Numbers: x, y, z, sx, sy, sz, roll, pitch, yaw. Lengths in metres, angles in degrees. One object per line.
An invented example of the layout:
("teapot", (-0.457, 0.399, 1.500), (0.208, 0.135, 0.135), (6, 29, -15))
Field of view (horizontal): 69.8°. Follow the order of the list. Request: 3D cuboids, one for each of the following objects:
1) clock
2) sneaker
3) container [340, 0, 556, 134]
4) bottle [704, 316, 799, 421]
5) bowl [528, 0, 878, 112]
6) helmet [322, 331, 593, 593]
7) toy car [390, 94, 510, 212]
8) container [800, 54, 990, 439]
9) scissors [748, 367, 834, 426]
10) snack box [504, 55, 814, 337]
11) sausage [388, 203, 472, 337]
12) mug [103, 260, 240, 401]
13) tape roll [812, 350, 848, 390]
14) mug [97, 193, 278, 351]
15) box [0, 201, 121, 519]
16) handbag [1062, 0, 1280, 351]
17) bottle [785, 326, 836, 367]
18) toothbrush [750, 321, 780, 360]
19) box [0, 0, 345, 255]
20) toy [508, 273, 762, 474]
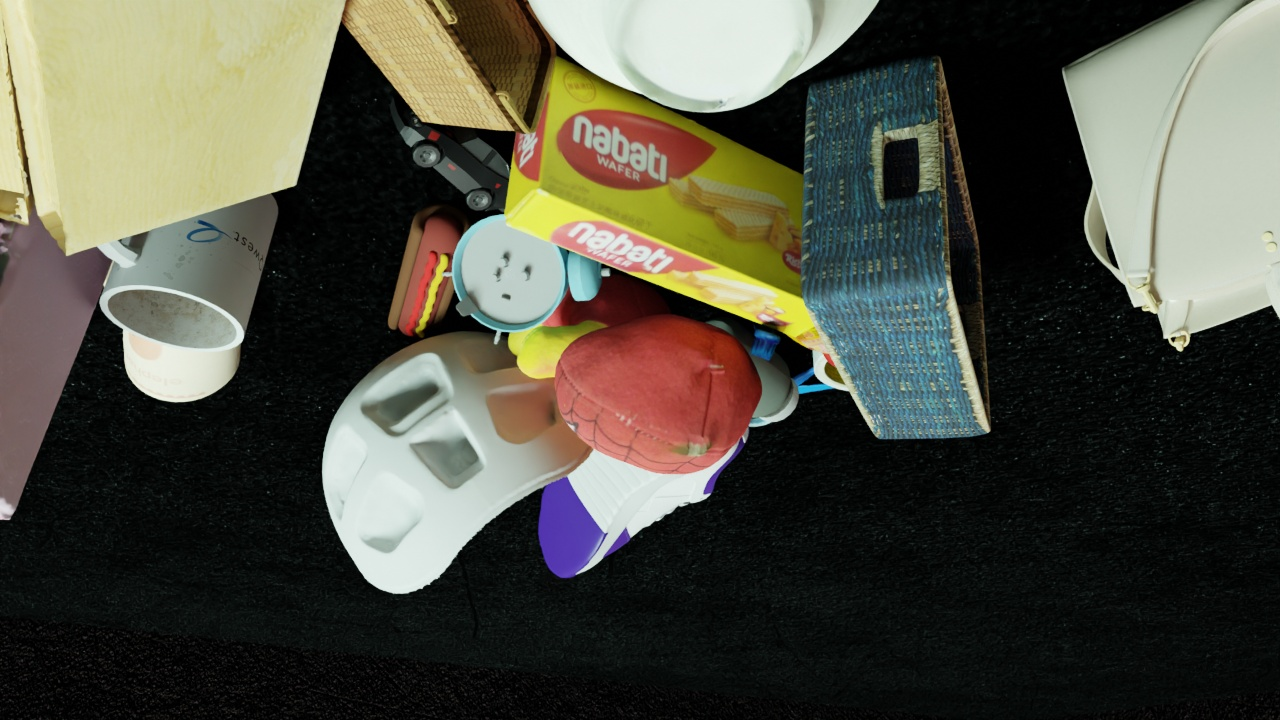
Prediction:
("clock", (-0.066, -0.068, 0.582), (0.123, 0.087, 0.042), (-36, -176, 16))
("sneaker", (0.004, 0.108, 0.826), (0.111, 0.091, 0.245), (3, 141, -44))
("container", (-0.093, -0.162, 0.433), (0.061, 0.063, 0.114), (0, 154, 22))
("bottle", (0.084, 0.011, 0.745), (0.060, 0.060, 0.108), (-16, 147, 33))
("bowl", (0.031, -0.162, 0.407), (0.176, 0.057, 0.177), (0, 151, 0))
("helmet", (-0.143, 0.083, 0.756), (0.224, 0.183, 0.282), (-33, 163, -5))
("toy car", (-0.104, -0.123, 0.529), (0.036, 0.042, 0.091), (-35, 140, 14))
("container", (0.148, -0.053, 0.521), (0.071, 0.145, 0.187), (-6, 152, 24))
("scissors", (0.125, 0.035, 0.836), (0.131, 0.018, 0.109), (-7, 150, 16))
("snack box", (0.024, -0.088, 0.524), (0.200, 0.092, 0.042), (19, 150, -27))
("sausage", (-0.153, -0.058, 0.659), (0.040, 0.040, 0.156), (12, 152, -17))
("mug", (-0.354, -0.040, 0.686), (0.111, 0.085, 0.105), (36, 138, 0))
("tape roll", (0.189, -0.003, 0.750), (0.094, 0.019, 0.094), (2, 153, 1))
("mug", (-0.295, -0.076, 0.578), (0.083, 0.096, 0.119), (-7, 151, 19))
("box", (-0.376, -0.032, 0.525), (0.080, 0.232, 0.099), (3, 154, 3))
("handbag", (0.298, -0.079, 0.396), (0.101, 0.197, 0.195), (26, 145, -38))
("bottle", (0.132, -0.039, 0.655), (0.072, 0.048, 0.134), (-15, 148, 26))
("toothbrush", (0.084, -0.017, 0.631), (0.016, 0.017, 0.190), (21, -173, 4))
("box", (-0.217, -0.151, 0.361), (0.179, 0.141, 0.249), (31, 147, -14))
("toy", (-0.004, 0.004, 0.609), (0.147, 0.099, 0.216), (4, -162, -24))
